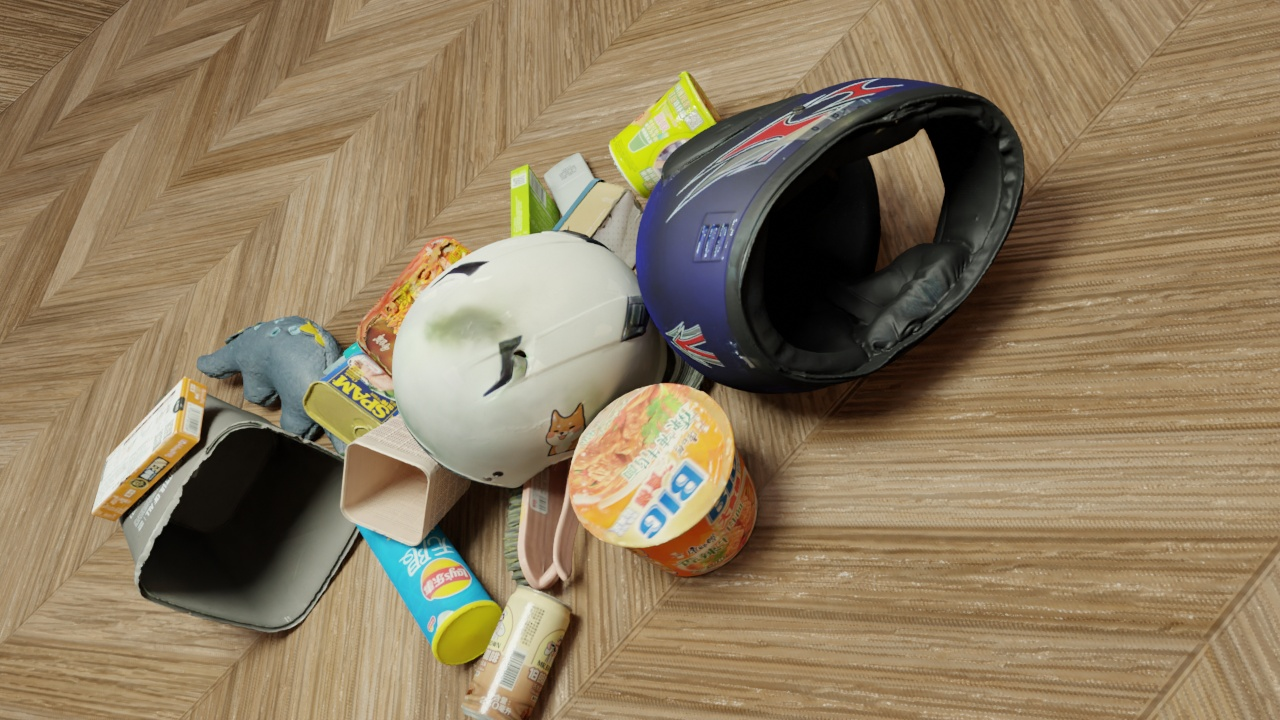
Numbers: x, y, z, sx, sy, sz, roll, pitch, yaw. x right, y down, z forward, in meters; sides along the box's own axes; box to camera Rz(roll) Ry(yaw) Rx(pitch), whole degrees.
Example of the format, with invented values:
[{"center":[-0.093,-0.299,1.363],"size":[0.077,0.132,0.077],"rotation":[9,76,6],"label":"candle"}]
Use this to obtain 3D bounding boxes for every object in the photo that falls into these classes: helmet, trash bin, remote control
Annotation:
[{"center":[0.143,-0.117,0.815],"size":[0.315,0.247,0.240],"rotation":[-37,26,-7],"label":"helmet"},{"center":[-0.444,0.143,0.986],"size":[0.220,0.198,0.199],"rotation":[22,79,44],"label":"trash bin"},{"center":[-0.075,-0.200,1.136],"size":[0.058,0.021,0.150],"rotation":[-31,49,7],"label":"remote control"},{"center":[-0.102,-0.025,0.846],"size":[0.273,0.157,0.230],"rotation":[-29,67,-15],"label":"helmet"}]

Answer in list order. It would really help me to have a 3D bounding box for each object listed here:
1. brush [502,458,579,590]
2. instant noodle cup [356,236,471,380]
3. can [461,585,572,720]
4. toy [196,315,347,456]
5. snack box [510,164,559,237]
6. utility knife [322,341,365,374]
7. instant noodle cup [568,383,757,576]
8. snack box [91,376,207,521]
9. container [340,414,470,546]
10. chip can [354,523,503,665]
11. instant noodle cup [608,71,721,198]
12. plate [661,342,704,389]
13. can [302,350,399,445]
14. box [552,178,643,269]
[{"center":[-0.089,0.146,0.871],"size":[0.073,0.063,0.145],"rotation":[-20,50,29],"label":"brush"},{"center":[-0.209,-0.033,1.012],"size":[0.189,0.079,0.164],"rotation":[38,86,32],"label":"instant noodle cup"},{"center":[-0.107,0.261,0.803],"size":[0.059,0.058,0.116],"rotation":[7,62,33],"label":"can"},{"center":[-0.429,0.017,1.131],"size":[0.357,0.091,0.137],"rotation":[24,82,36],"label":"toy"},{"center":[-0.123,-0.148,1.085],"size":[0.026,0.086,0.156],"rotation":[-18,52,15],"label":"snack box"},{"center":[-0.312,-0.032,1.114],"size":[0.029,0.013,0.181],"rotation":[37,51,11],"label":"utility knife"},{"center":[0.028,0.111,0.798],"size":[0.152,0.111,0.151],"rotation":[-15,52,20],"label":"instant noodle cup"},{"center":[-0.485,0.089,0.906],"size":[0.154,0.026,0.075],"rotation":[-38,42,22],"label":"snack box"},{"center":[-0.221,0.106,0.899],"size":[0.090,0.090,0.110],"rotation":[19,25,12],"label":"container"},{"center":[-0.214,0.199,0.898],"size":[0.071,0.071,0.210],"rotation":[-45,48,-6],"label":"chip can"},{"center":[0.033,-0.253,1.063],"size":[0.124,0.111,0.111],"rotation":[-31,48,16],"label":"instant noodle cup"},{"center":[-0.006,0.006,0.949],"size":[0.180,0.024,0.179],"rotation":[-15,51,19],"label":"plate"},{"center":[-0.308,0.046,1.026],"size":[0.057,0.102,0.083],"rotation":[-52,2,35],"label":"can"},{"center":[-0.057,-0.119,1.026],"size":[0.061,0.090,0.184],"rotation":[21,67,39],"label":"box"}]
